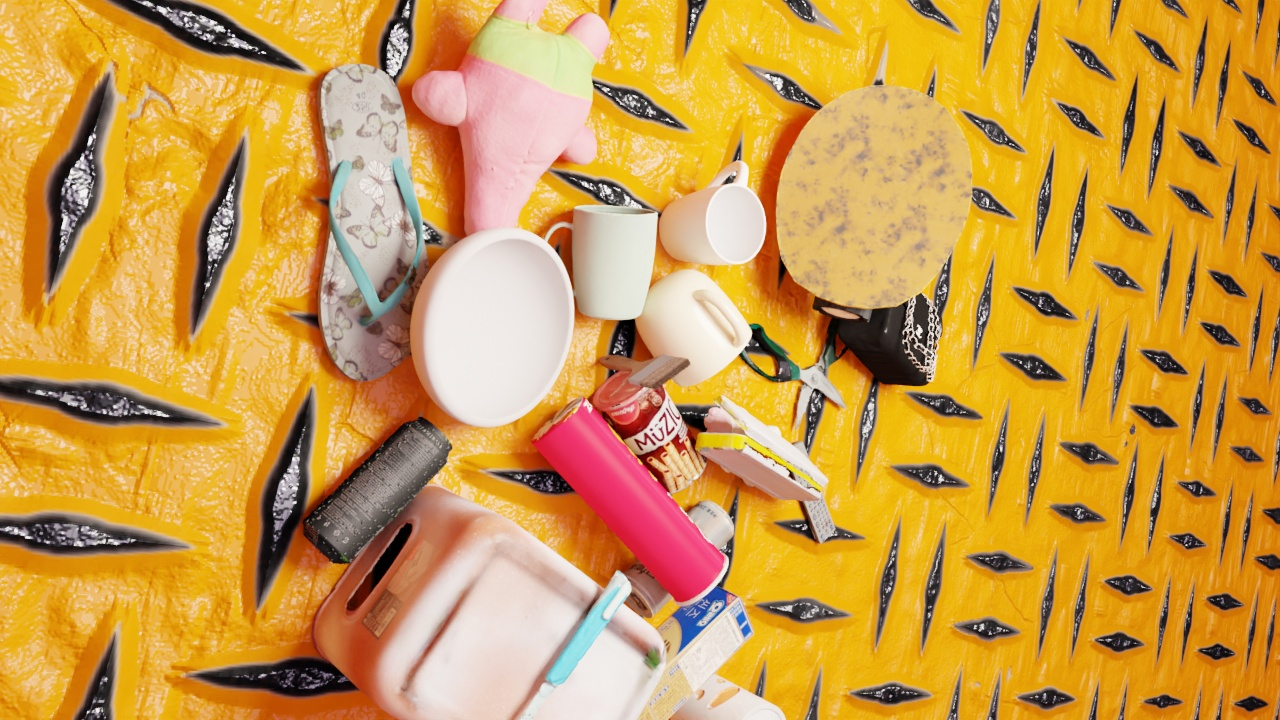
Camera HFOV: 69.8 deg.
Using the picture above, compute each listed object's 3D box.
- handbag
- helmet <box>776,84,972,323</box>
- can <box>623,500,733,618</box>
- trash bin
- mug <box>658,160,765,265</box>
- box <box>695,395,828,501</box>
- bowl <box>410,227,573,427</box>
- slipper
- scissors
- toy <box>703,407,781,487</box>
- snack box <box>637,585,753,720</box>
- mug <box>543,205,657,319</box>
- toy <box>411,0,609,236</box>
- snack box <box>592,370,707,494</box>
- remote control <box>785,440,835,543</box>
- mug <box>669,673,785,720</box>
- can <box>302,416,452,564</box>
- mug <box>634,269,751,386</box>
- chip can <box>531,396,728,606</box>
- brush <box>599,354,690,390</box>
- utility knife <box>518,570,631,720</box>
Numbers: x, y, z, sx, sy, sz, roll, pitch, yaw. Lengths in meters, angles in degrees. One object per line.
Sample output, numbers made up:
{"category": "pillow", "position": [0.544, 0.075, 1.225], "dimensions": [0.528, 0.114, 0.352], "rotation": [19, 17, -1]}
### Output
{"category": "handbag", "position": [0.327, -0.047, 1.123], "dimensions": [0.153, 0.115, 0.125], "rotation": [34, 66, -43]}
{"category": "helmet", "position": [0.265, -0.172, 1.060], "dimensions": [0.131, 0.205, 0.255], "rotation": [35, 71, -76]}
{"category": "can", "position": [0.039, 0.210, 0.980], "dimensions": [0.135, 0.054, 0.054], "rotation": [-39, 114, -27]}
{"category": "trash bin", "position": [-0.122, 0.251, 0.807], "dimensions": [0.259, 0.158, 0.181], "rotation": [45, 68, -29]}
{"category": "mug", "position": [0.077, -0.155, 0.964], "dimensions": [0.081, 0.088, 0.114], "rotation": [25, 79, -34]}
{"category": "box", "position": [0.137, 0.104, 0.987], "dimensions": [0.210, 0.067, 0.070], "rotation": [34, 81, -48]}
{"category": "bowl", "position": [-0.141, -0.033, 0.818], "dimensions": [0.176, 0.066, 0.177], "rotation": [-22, 118, -48]}
{"category": "slipper", "position": [-0.220, -0.116, 0.779], "dimensions": [0.098, 0.055, 0.269], "rotation": [-3, 93, -38]}
{"category": "scissors", "position": [0.203, -0.023, 1.108], "dimensions": [0.201, 0.015, 0.203], "rotation": [38, 70, -30]}
{"category": "toy", "position": [0.110, 0.090, 1.033], "dimensions": [0.122, 0.038, 0.079], "rotation": [38, 69, -40]}
{"category": "snack box", "position": [0.029, 0.327, 0.981], "dimensions": [0.206, 0.057, 0.056], "rotation": [-35, 116, -29]}
{"category": "mug", "position": [-0.043, -0.097, 0.896], "dimensions": [0.111, 0.084, 0.104], "rotation": [3, 105, -8]}
{"category": "toy", "position": [-0.112, -0.211, 0.831], "dimensions": [0.191, 0.097, 0.237], "rotation": [13, 100, -38]}
{"category": "snack box", "position": [0.011, 0.071, 0.942], "dimensions": [0.072, 0.072, 0.121], "rotation": [-43, 116, -26]}
{"category": "remote control", "position": [0.206, 0.161, 1.120], "dimensions": [0.033, 0.013, 0.136], "rotation": [-35, 112, -29]}
{"category": "mug", "position": [0.095, 0.395, 1.000], "dimensions": [0.082, 0.105, 0.082], "rotation": [-2, 93, -36]}
{"category": "can", "position": [-0.224, 0.111, 0.787], "dimensions": [0.137, 0.054, 0.054], "rotation": [-47, 117, -24]}
{"category": "mug", "position": [0.053, -0.042, 0.935], "dimensions": [0.100, 0.120, 0.096], "rotation": [52, 60, -14]}
{"category": "chip can", "position": [-0.009, 0.138, 0.899], "dimensions": [0.220, 0.069, 0.069], "rotation": [49, 65, -10]}
{"category": "brush", "position": [-0.005, 0.005, 0.881], "dimensions": [0.045, 0.143, 0.008], "rotation": [-35, 111, -20]}
{"category": "utility knife", "position": [-0.063, 0.246, 0.741], "dimensions": [0.176, 0.015, 0.022], "rotation": [-50, 117, -24]}
